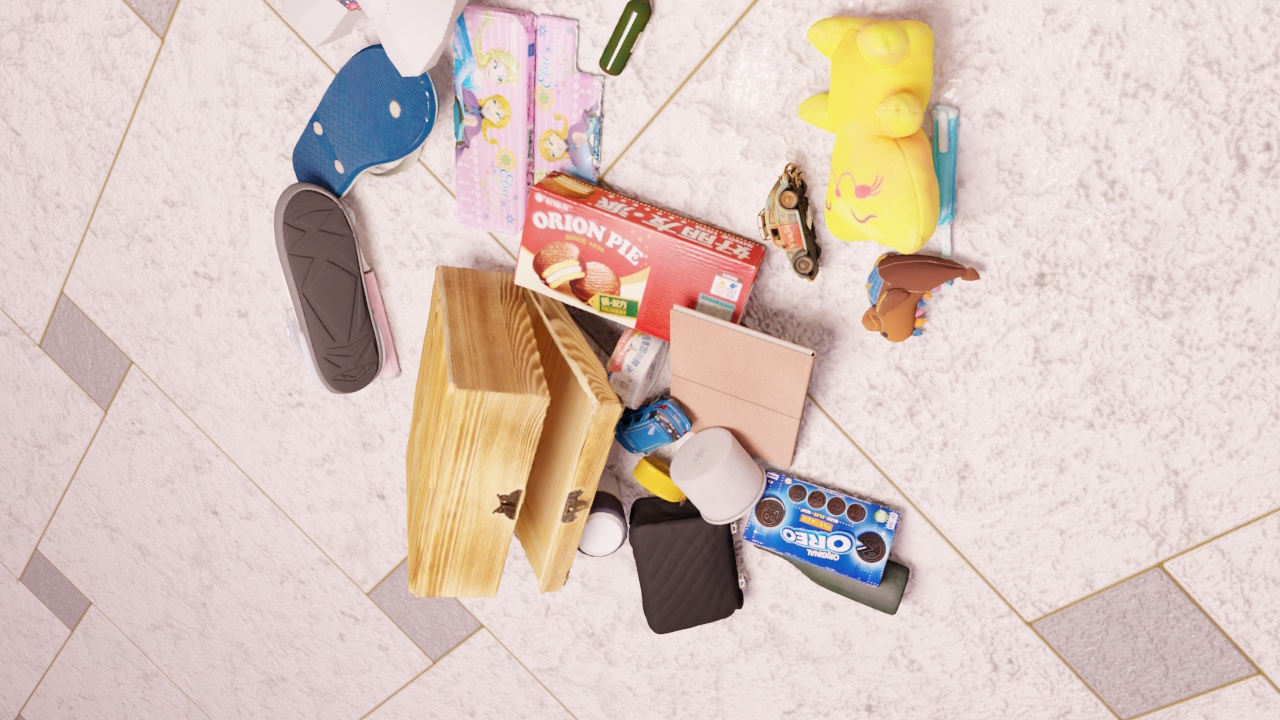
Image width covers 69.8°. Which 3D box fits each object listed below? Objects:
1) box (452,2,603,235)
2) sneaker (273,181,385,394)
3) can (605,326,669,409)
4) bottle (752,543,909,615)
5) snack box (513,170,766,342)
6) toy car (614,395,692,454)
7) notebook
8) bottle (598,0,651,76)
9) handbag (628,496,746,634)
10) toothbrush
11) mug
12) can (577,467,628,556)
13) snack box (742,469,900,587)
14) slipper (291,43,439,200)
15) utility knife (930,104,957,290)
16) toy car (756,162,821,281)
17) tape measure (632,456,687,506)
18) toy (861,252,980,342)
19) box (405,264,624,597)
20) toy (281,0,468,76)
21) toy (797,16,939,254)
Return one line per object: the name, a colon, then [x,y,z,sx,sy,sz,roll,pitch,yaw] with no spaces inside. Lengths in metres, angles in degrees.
box: [-0.116,-0.233,0.936,0.159,0.035,0.231,15,122,17]
sneaker: [-0.396,-0.091,1.103,0.160,0.092,0.257,20,125,49]
can: [-0.006,0.006,0.975,0.043,0.086,0.086,25,123,10]
bottle: [0.203,0.222,1.009,0.174,0.055,0.055,18,122,18]
snack box: [-0.004,-0.096,0.924,0.236,0.060,0.113,21,124,8]
toy car: [0.006,0.075,1.015,0.056,0.043,0.120,51,148,-10]
notebook: [0.097,0.032,0.931,0.141,0.008,0.209,20,148,15]
bottle: [-0.007,-0.313,0.846,0.025,0.025,0.106,36,125,4]
handbag: [0.056,0.225,1.077,0.125,0.114,0.154,-9,110,4]
toothbrush: [-0.332,-0.079,1.122,0.027,0.026,0.223,-6,115,4]
mug: [0.075,0.121,0.997,0.070,0.084,0.113,50,162,-27]
can: [-0.053,0.169,1.063,0.064,0.127,0.064,-3,113,-7]
snack box: [0.192,0.179,0.979,0.150,0.027,0.082,16,80,19]
slipper: [-0.296,-0.253,0.998,0.296,0.060,0.118,-21,100,46]
utility knife: [0.267,-0.140,0.812,0.022,0.015,0.169,10,120,32]
toy car: [0.137,-0.127,0.861,0.047,0.047,0.112,-7,111,28]
tape measure: [0.021,0.135,1.033,0.068,0.058,0.030,35,98,33]
toy: [0.256,-0.056,0.844,0.103,0.070,0.090,-2,133,12]
box: [-0.155,0.074,0.998,0.176,0.247,0.280,3,124,-20]
toy: [-0.240,-0.369,0.855,0.268,0.140,0.246,-35,69,31]
toy: [0.200,-0.193,0.774,0.134,0.087,0.194,-149,45,-62]
